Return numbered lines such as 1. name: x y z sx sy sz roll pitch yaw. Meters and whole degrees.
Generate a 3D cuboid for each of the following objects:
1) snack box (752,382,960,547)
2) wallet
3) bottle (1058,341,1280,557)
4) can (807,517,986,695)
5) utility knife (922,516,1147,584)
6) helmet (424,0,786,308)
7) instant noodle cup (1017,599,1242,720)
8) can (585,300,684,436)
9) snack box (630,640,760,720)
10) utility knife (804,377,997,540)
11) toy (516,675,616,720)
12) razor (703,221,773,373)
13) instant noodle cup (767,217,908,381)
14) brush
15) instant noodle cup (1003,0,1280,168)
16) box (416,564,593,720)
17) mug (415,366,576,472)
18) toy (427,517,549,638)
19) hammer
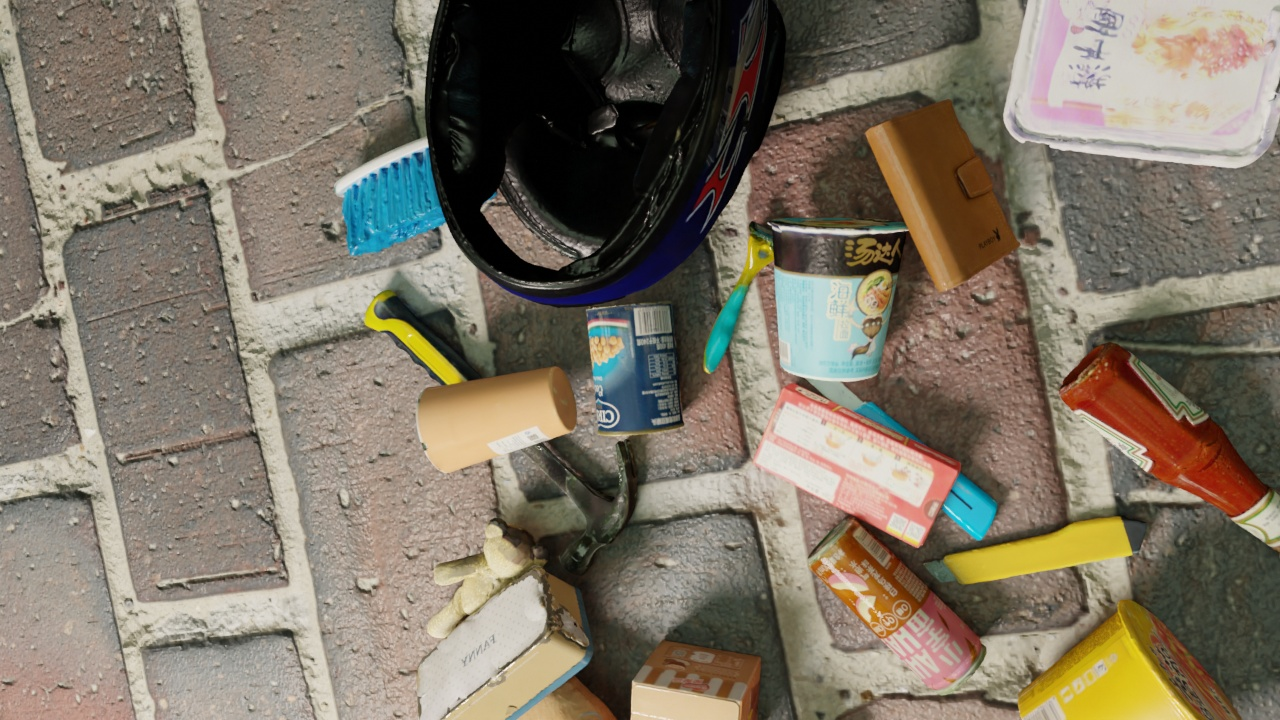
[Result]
1. snack box: 0.174 0.084 0.751 0.153 0.025 0.075 26 111 19
2. wallet: 0.230 -0.127 0.692 0.031 0.107 0.132 -22 93 52
3. bottle: 0.407 0.072 0.673 0.206 0.059 0.060 42 105 10
4. can: 0.206 0.197 0.745 0.147 0.057 0.058 45 105 10
5. utility knife: 0.312 0.152 0.731 0.170 0.015 0.033 -16 84 19
6. helmet: -0.022 -0.186 0.687 0.247 0.240 0.315 8 87 13
7. instant noodle cup: 0.357 0.263 0.669 0.138 0.137 0.110 48 113 9
8. can: -0.005 0.005 0.788 0.075 0.075 0.111 -5 92 18
9. snack box: 0.048 0.300 0.785 0.093 0.094 0.077 5 96 17
10. utility knife: 0.210 0.069 0.756 0.198 0.018 0.034 42 106 12
11. toy: -0.058 0.365 0.801 0.226 0.082 0.144 44 120 34
12. razor: 0.084 -0.050 0.780 0.043 0.028 0.132 21 99 -17
13. instant noodle cup: 0.154 -0.049 0.724 0.111 0.111 0.120 4 104 17
14. brush: -0.149 -0.199 0.833 0.315 0.060 0.109 -20 85 15
15. instant noodle cup: 0.362 -0.213 0.662 0.173 0.060 0.138 11 98 18
16. box: -0.127 0.266 0.802 0.185 0.089 0.060 -42 124 18
17. mug: -0.122 0.048 0.798 0.123 0.078 0.078 -14 90 15
18. toy: -0.145 0.213 0.856 0.105 0.066 0.157 31 114 -10
19. hammer: -0.134 0.046 0.856 0.323 0.031 0.126 42 105 11
